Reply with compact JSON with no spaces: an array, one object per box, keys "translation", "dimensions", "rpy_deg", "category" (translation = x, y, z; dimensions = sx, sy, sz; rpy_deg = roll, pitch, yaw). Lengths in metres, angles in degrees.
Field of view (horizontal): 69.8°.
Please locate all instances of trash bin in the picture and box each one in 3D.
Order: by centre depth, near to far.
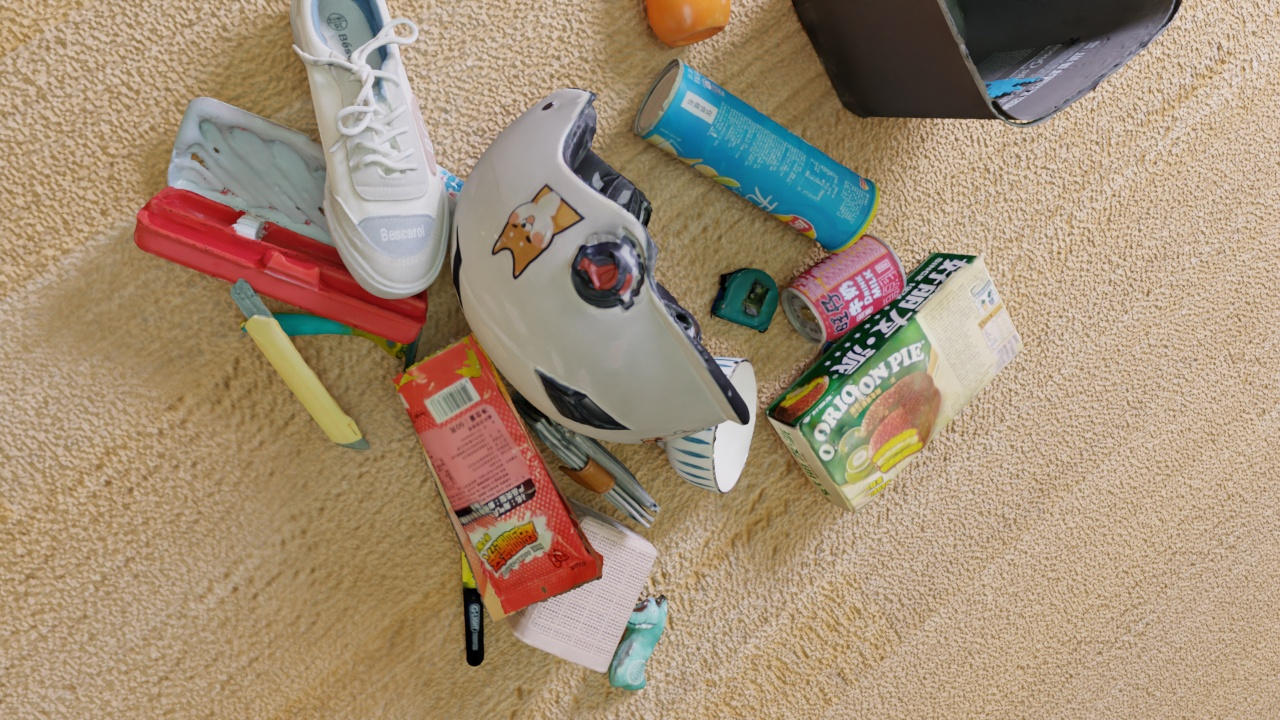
[{"translation":[0.253,-0.295,0.726],"dimensions":[0.199,0.220,0.198],"rpy_deg":[-36,108,-11],"category":"trash bin"}]

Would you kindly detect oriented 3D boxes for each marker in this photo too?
[{"translation":[-0.143,0.205,0.785],"dimensions":[0.018,0.015,0.124],"rpy_deg":[-3,101,-15],"category":"marker"}]

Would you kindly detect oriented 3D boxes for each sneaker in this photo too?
[{"translation":[-0.179,-0.165,0.627],"dimensions":[0.089,0.091,0.242],"rpy_deg":[-13,83,-30],"category":"sneaker"}]

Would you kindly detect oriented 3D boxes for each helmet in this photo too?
[{"translation":[-0.047,-0.047,0.666],"dimensions":[0.157,0.230,0.274],"rpy_deg":[-26,77,6],"category":"helmet"}]

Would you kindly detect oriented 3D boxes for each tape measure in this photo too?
[{"translation":[0.096,-0.055,0.817],"dimensions":[0.058,0.025,0.054],"rpy_deg":[17,94,-21],"category":"tape measure"}]

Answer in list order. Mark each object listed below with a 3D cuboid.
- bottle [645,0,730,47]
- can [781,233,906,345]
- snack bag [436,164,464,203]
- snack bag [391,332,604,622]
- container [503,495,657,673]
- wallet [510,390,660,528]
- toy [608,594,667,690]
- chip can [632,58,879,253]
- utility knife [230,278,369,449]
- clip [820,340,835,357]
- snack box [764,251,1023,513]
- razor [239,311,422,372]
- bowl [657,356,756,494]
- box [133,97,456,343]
[{"translation":[0.024,-0.330,0.729],"dimensions":[0.066,0.067,0.149],"rpy_deg":[-19,98,-15],"category":"bottle"},{"translation":[0.181,-0.062,0.822],"dimensions":[0.093,0.066,0.066],"rpy_deg":[-33,108,-11],"category":"can"},{"translation":[-0.164,-0.139,0.713],"dimensions":[0.105,0.026,0.045],"rpy_deg":[31,91,-19],"category":"snack bag"},{"translation":[-0.115,0.090,0.702],"dimensions":[0.073,0.129,0.208],"rpy_deg":[-22,83,-55],"category":"snack bag"},{"translation":[-0.052,0.184,0.775],"dimensions":[0.090,0.090,0.111],"rpy_deg":[28,86,-21],"category":"container"},{"translation":[-0.048,0.080,0.747],"dimensions":[0.129,0.106,0.037],"rpy_deg":[43,87,-20],"category":"wallet"},{"translation":[-0.004,0.251,0.824],"dimensions":[0.096,0.030,0.091],"rpy_deg":[38,73,-55],"category":"toy"},{"translation":[0.099,-0.169,0.774],"dimensions":[0.210,0.071,0.071],"rpy_deg":[26,90,-20],"category":"chip can"},{"translation":[-0.251,0.011,0.676],"dimensions":[0.031,0.019,0.183],"rpy_deg":[-11,139,10],"category":"utility knife"},{"translation":[0.174,0.010,0.858],"dimensions":[0.026,0.037,0.058],"rpy_deg":[29,91,-27],"category":"clip"},{"translation":[0.237,0.017,0.843],"dimensions":[0.239,0.063,0.114],"rpy_deg":[-42,114,-12],"category":"snack box"},{"translation":[-0.237,-0.021,0.707],"dimensions":[0.132,0.028,0.043],"rpy_deg":[7,125,-23],"category":"razor"},{"translation":[0.053,0.051,0.787],"dimensions":[0.066,0.116,0.116],"rpy_deg":[9,98,23],"category":"bowl"},{"translation":[-0.236,-0.098,0.652],"dimensions":[0.201,0.094,0.100],"rpy_deg":[20,111,-20],"category":"box"}]
